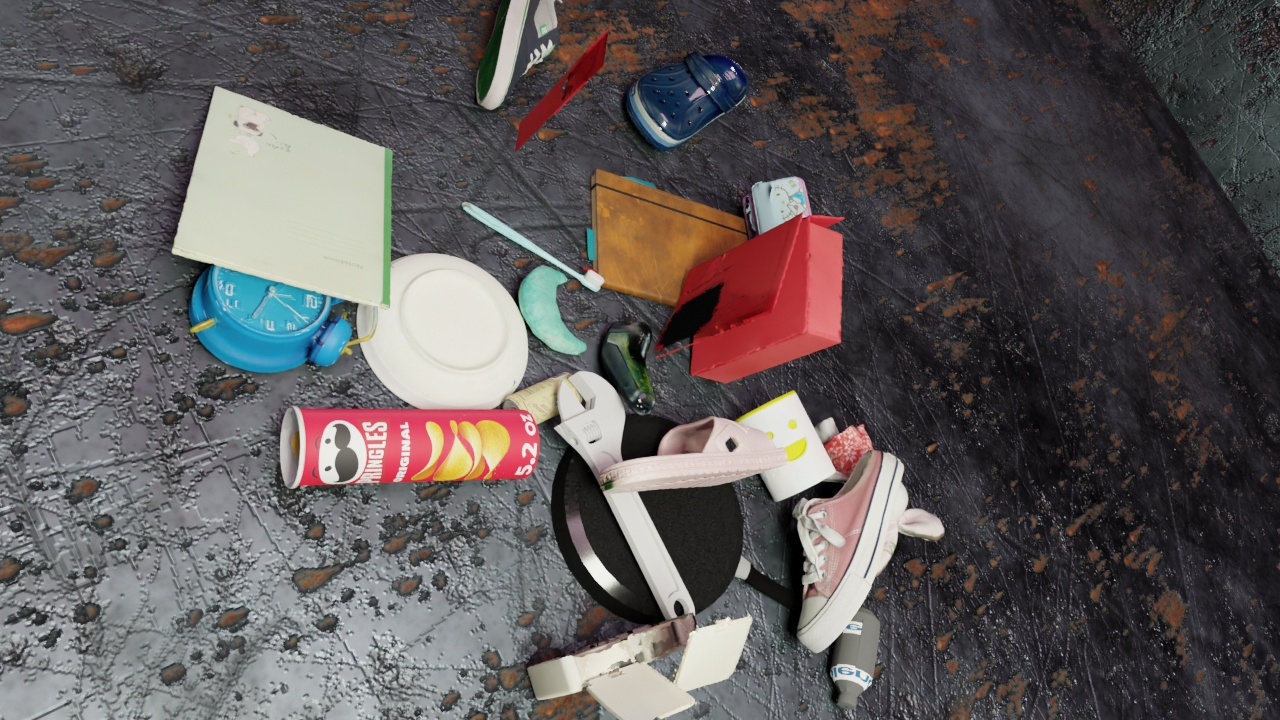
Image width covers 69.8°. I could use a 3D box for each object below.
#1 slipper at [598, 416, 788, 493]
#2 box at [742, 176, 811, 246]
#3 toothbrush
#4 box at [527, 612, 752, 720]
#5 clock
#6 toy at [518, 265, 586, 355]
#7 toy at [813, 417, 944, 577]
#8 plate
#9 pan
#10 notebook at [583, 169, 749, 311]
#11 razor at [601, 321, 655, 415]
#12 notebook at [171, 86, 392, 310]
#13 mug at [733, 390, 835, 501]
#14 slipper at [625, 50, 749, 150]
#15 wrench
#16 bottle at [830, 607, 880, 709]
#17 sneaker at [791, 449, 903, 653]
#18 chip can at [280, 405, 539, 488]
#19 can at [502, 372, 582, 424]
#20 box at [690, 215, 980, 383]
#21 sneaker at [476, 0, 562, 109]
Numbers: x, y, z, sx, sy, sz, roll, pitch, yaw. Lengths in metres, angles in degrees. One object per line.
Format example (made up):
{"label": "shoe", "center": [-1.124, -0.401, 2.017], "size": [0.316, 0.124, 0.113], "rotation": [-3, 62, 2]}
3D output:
{"label": "slipper", "center": [0.058, 0.092, 0.931], "size": [0.238, 0.094, 0.064], "rotation": [0, 73, -41]}
{"label": "box", "center": [0.186, -0.137, 1.207], "size": [0.077, 0.096, 0.214], "rotation": [3, 64, -21]}
{"label": "toothbrush", "center": [-0.120, -0.129, 1.031], "size": [0.180, 0.017, 0.016], "rotation": [30, 37, -14]}
{"label": "box", "center": [0.003, 0.269, 0.793], "size": [0.143, 0.192, 0.069], "rotation": [-11, 74, -31]}
{"label": "clock", "center": [-0.318, -0.051, 0.826], "size": [0.161, 0.061, 0.116], "rotation": [6, 59, -32]}
{"label": "toy", "center": [-0.099, -0.055, 0.999], "size": [0.085, 0.033, 0.105], "rotation": [2, 67, -55]}
{"label": "toy", "center": [0.272, 0.156, 1.114], "size": [0.158, 0.084, 0.194], "rotation": [-23, 74, -32]}
{"label": "plate", "center": [-0.191, -0.034, 0.924], "size": [0.182, 0.034, 0.182], "rotation": [16, 58, -28]}
{"label": "pan", "center": [0.067, 0.195, 0.983], "size": [0.356, 0.034, 0.224], "rotation": [32, 52, -16]}
{"label": "notebook", "center": [0.037, -0.148, 1.153], "size": [0.249, 0.014, 0.178], "rotation": [13, 60, -29]}
{"label": "razor", "center": [-0.006, 0.006, 0.987], "size": [0.054, 0.067, 0.151], "rotation": [33, 17, -24]}
{"label": "notebook", "center": [-0.323, -0.157, 0.864], "size": [0.181, 0.010, 0.252], "rotation": [16, 40, -28]}
{"label": "mug", "center": [0.168, 0.100, 1.069], "size": [0.082, 0.083, 0.106], "rotation": [-21, 81, -40]}
{"label": "slipper", "center": [0.075, -0.372, 1.249], "size": [0.105, 0.095, 0.252], "rotation": [53, 45, -3]}
{"label": "wrench", "center": [-0.009, 0.137, 0.922], "size": [0.086, 0.018, 0.273], "rotation": [-22, 83, -48]}
{"label": "bottle", "center": [0.237, 0.331, 1.019], "size": [0.047, 0.047, 0.112], "rotation": [34, 52, -16]}
{"label": "sneaker", "center": [0.211, 0.195, 1.007], "size": [0.088, 0.118, 0.240], "rotation": [27, 66, 0]}
{"label": "chip can", "center": [-0.204, 0.077, 0.833], "size": [0.220, 0.069, 0.069], "rotation": [3, 65, -34]}
{"label": "can", "center": [-0.100, 0.042, 0.943], "size": [0.079, 0.038, 0.038], "rotation": [-24, 81, -40]}
{"label": "box", "center": [0.228, -0.065, 1.098], "size": [0.324, 0.214, 0.153], "rotation": [-2, 78, -34]}
{"label": "sneaker", "center": [-0.139, -0.383, 1.113], "size": [0.079, 0.084, 0.234], "rotation": [25, 51, -22]}
